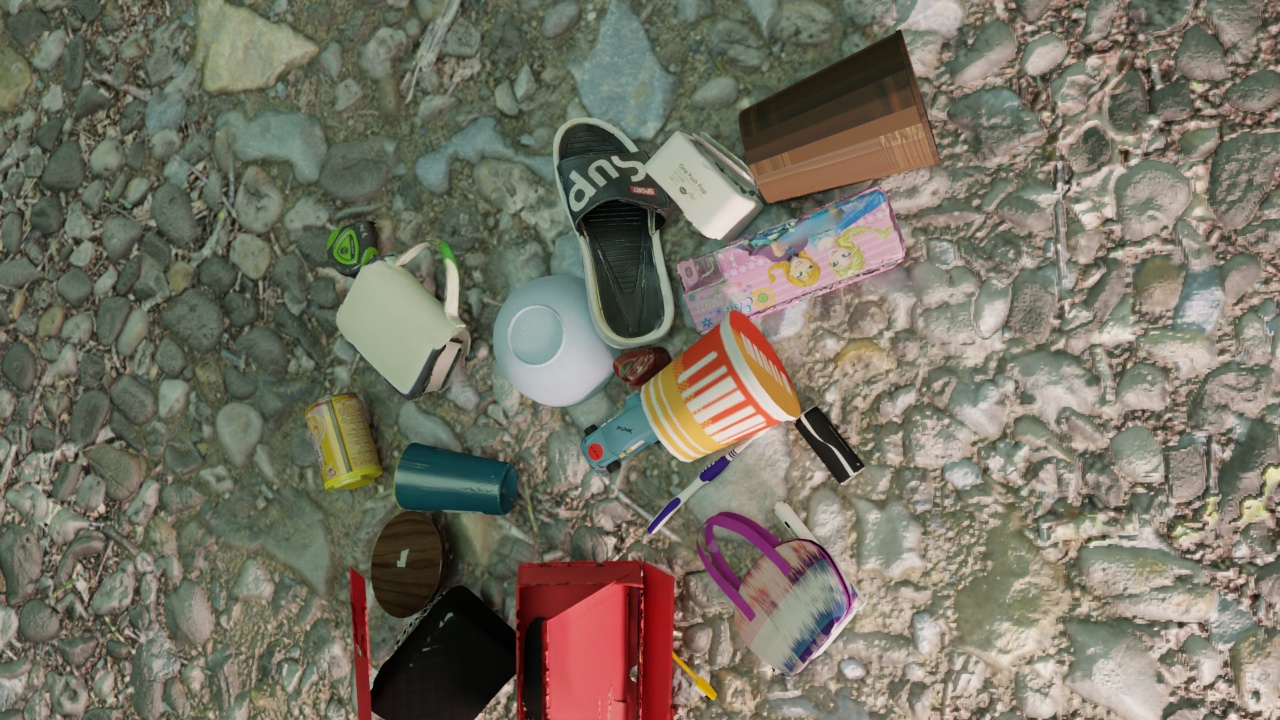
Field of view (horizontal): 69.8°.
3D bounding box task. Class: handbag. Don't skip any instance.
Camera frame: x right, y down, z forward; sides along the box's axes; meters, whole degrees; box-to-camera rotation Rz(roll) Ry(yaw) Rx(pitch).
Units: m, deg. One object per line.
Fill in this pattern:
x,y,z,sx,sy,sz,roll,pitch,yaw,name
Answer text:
-0.251,-0.063,1.047,0.151,0.073,0.176,41,118,17,handbag
-0.208,0.339,1.029,0.125,0.114,0.154,39,95,-8,handbag
-0.006,0.006,0.952,0.029,0.119,0.055,43,99,15,handbag
0.126,0.224,0.930,0.170,0.067,0.145,42,116,23,handbag

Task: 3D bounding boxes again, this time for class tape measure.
-0.347,-0.132,1.112,0.059,0.036,0.065,-7,81,7,tape measure

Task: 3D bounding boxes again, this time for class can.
-0.351,0.097,1.082,0.068,0.067,0.105,-22,80,15,can
0.191,0.086,0.933,0.031,0.031,0.080,-39,77,11,can

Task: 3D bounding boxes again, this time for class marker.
0.182,0.198,0.936,0.133,0.017,0.020,52,129,13,marker

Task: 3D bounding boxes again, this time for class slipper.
-0.023,-0.145,0.975,0.111,0.063,0.263,-8,81,-12,slipper

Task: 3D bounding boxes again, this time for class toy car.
-0.021,0.081,1.001,0.108,0.027,0.060,-35,78,12,toy car

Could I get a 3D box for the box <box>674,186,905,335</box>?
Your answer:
0.151,-0.102,0.940,0.231,0.063,0.084,-20,81,15,box

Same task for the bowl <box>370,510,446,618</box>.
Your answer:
-0.258,0.234,1.052,0.120,0.032,0.119,-11,70,34,bowl

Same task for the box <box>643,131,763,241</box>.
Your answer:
0.084,-0.194,0.945,0.102,0.102,0.108,-43,76,21,box

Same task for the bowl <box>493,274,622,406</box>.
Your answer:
-0.101,-0.025,1.008,0.151,0.074,0.150,-1,86,17,bowl

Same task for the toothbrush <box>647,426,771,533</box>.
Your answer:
0.073,0.120,0.977,0.187,0.015,0.016,-44,71,11,toothbrush

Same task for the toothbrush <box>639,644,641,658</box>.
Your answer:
-0.051,0.334,1.004,0.135,0.017,0.021,-20,85,13,toothbrush

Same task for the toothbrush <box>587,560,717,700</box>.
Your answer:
0.008,0.287,0.981,0.196,0.031,0.031,43,130,11,toothbrush

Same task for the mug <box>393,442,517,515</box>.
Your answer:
-0.205,0.138,1.034,0.121,0.078,0.078,6,89,13,mug

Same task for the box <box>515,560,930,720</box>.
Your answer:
0.060,0.328,0.877,0.426,0.127,0.213,7,101,27,box

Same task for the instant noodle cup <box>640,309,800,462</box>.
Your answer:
0.076,0.033,0.931,0.121,0.123,0.123,-33,78,21,instant noodle cup

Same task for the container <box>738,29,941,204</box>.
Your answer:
0.194,-0.229,0.907,0.167,0.132,0.132,-17,82,21,container
